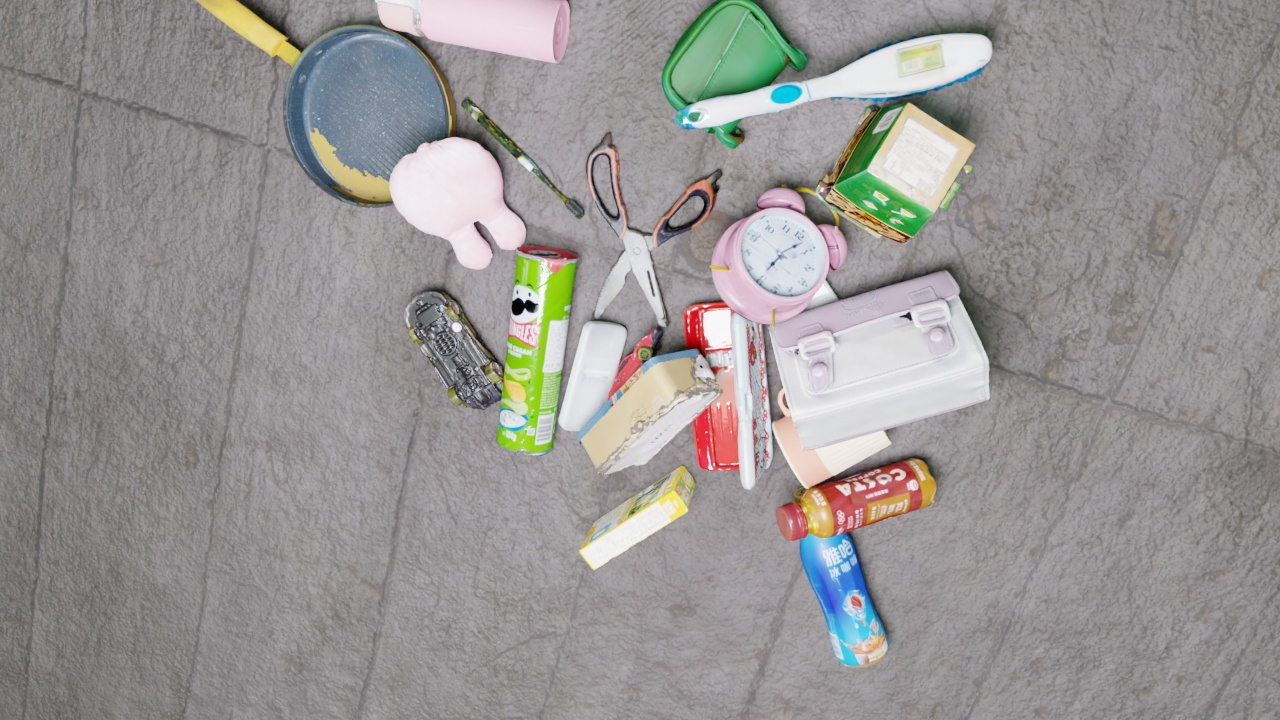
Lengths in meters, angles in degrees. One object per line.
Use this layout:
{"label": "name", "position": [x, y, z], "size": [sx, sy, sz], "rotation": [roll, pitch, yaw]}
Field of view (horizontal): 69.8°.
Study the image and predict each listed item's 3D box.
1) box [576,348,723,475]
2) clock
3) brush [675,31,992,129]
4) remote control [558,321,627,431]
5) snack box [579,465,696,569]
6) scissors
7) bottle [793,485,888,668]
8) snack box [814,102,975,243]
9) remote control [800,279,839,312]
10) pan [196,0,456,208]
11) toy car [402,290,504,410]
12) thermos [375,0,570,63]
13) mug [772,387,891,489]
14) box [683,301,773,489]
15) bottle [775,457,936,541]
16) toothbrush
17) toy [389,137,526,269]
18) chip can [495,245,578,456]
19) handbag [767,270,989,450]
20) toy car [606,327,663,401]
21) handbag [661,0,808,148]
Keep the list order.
{"label": "box", "position": [0.005, 0.063, 1.020], "size": [0.185, 0.089, 0.061], "rotation": [-43, 66, 38]}
{"label": "clock", "position": [0.149, -0.114, 0.953], "size": [0.117, 0.060, 0.158], "rotation": [42, 69, -2]}
{"label": "brush", "position": [0.192, -0.275, 0.913], "size": [0.315, 0.109, 0.060], "rotation": [-11, 103, 10]}
{"label": "remote control", "position": [-0.056, 0.019, 1.071], "size": [0.055, 0.020, 0.136], "rotation": [4, 110, -33]}
{"label": "snack box", "position": [-0.002, 0.184, 1.082], "size": [0.141, 0.086, 0.034], "rotation": [-37, 95, 16]}
{"label": "scissors", "position": [-0.004, -0.145, 1.033], "size": [0.189, 0.015, 0.223], "rotation": [39, 107, -2]}
{"label": "bottle", "position": [0.228, 0.249, 1.071], "size": [0.065, 0.065, 0.219], "rotation": [-18, 100, 14]}
{"label": "snack box", "position": [0.260, -0.193, 0.911], "size": [0.117, 0.105, 0.118], "rotation": [31, 88, -2]}
{"label": "remote control", "position": [0.163, -0.102, 1.013], "size": [0.056, 0.019, 0.135], "rotation": [-33, 96, 16]}
{"label": "pan", "position": [-0.368, -0.321, 1.018], "size": [0.357, 0.078, 0.198], "rotation": [40, 107, -2]}
{"label": "toy car", "position": [-0.219, -0.012, 1.091], "size": [0.070, 0.042, 0.158], "rotation": [-30, 99, 15]}
{"label": "thermos", "position": [-0.180, -0.366, 0.969], "size": [0.198, 0.087, 0.067], "rotation": [13, 104, 5]}
{"label": "mug", "position": [0.206, 0.069, 1.022], "size": [0.106, 0.081, 0.114], "rotation": [-29, 86, 14]}
{"label": "box", "position": [0.097, 0.038, 1.019], "size": [0.095, 0.101, 0.201], "rotation": [-3, 103, 10]}
{"label": "bottle", "position": [0.237, 0.157, 1.015], "size": [0.174, 0.057, 0.057], "rotation": [-15, 103, -12]}
{"label": "toothbrush", "position": [-0.132, -0.227, 1.033], "size": [0.186, 0.017, 0.012], "rotation": [44, 87, -3]}
{"label": "toy", "position": [-0.201, -0.174, 1.023], "size": [0.121, 0.054, 0.159], "rotation": [-28, 127, 8]}
{"label": "chip can", "position": [-0.120, -0.010, 1.060], "size": [0.072, 0.072, 0.236], "rotation": [11, 106, 7]}
{"label": "handbag", "position": [0.242, -0.006, 0.951], "size": [0.197, 0.144, 0.098], "rotation": [-17, 138, 9]}
{"label": "toy car", "position": [-0.006, 0.006, 1.056], "size": [0.031, 0.049, 0.106], "rotation": [32, 110, 4]}
{"label": "handbag", "position": [0.092, -0.301, 0.954], "size": [0.120, 0.068, 0.131], "rotation": [39, 106, -11]}
